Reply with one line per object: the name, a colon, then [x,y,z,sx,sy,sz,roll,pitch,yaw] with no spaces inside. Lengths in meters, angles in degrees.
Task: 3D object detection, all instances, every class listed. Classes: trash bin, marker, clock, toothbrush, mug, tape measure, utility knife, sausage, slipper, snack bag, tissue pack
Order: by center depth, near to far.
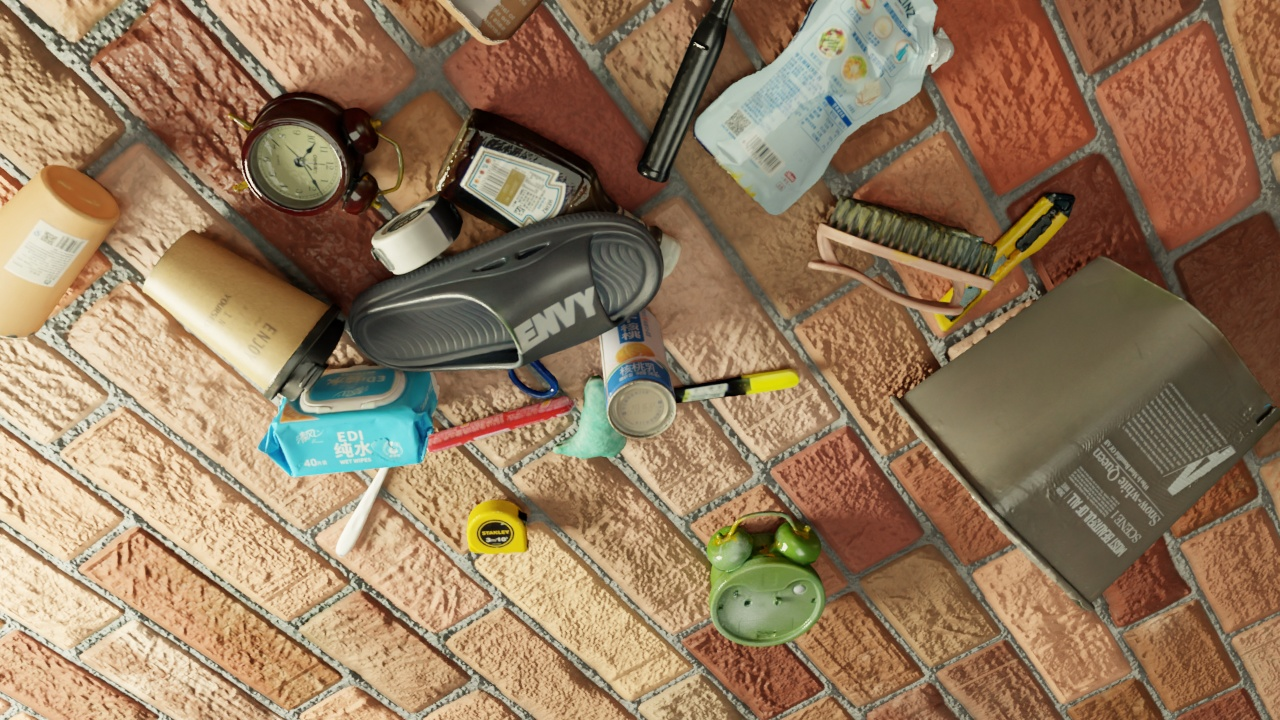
toothbrush: [0.048,-0.230,0.669,0.026,0.027,0.213,35,119,20]
clock: [-0.237,-0.150,0.678,0.122,0.055,0.082,5,120,-9]
snack bag: [0.139,-0.205,0.687,0.110,0.038,0.191,42,108,-19]
mug: [-0.456,-0.084,0.690,0.123,0.078,0.078,-41,116,14]
tape measure: [-0.173,-0.096,0.709,0.066,0.066,0.033,-27,115,11]
slipper: [-0.108,-0.030,0.718,0.268,0.083,0.111,-14,135,13]
tissue pack: [-0.240,0.046,0.774,0.140,0.089,0.063,-5,121,-2]
trash bin: [0.374,0.053,0.777,0.220,0.198,0.199,-43,115,13]
utility knife: [0.309,-0.083,0.784,0.033,0.015,0.155,33,113,-18]
sausage: [-0.128,0.057,0.828,0.156,0.020,0.020,-16,121,10]
marker: [0.081,0.024,0.832,0.124,0.015,0.018,-9,120,4]
toothbrush: [-0.252,0.124,0.863,0.016,0.016,0.180,25,116,-16]
tape measure: [-0.138,0.160,0.886,0.060,0.028,0.057,-3,122,-3]
clock: [0.124,0.216,0.926,0.116,0.056,0.161,-4,121,-3]

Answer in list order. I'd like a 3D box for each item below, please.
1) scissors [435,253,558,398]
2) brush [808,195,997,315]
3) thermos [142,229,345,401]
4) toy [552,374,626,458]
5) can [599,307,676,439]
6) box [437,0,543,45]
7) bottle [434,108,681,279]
scissors: [-0.111,-0.035,0.782,0.162,0.012,0.176,-23,119,11]
brush: [0.211,-0.085,0.748,0.145,0.063,0.073,14,108,-12]
thermos: [-0.309,-0.036,0.725,0.143,0.093,0.093,37,111,-15]
toy: [-0.028,0.052,0.831,0.096,0.030,0.092,3,123,-9]
can: [-0.004,0.004,0.742,0.053,0.134,0.053,-2,120,-4]
box: [-0.065,-0.347,0.543,0.178,0.106,0.272,41,98,-24]
bottle: [-0.058,-0.120,0.717,0.194,0.044,0.080,25,123,-19]
